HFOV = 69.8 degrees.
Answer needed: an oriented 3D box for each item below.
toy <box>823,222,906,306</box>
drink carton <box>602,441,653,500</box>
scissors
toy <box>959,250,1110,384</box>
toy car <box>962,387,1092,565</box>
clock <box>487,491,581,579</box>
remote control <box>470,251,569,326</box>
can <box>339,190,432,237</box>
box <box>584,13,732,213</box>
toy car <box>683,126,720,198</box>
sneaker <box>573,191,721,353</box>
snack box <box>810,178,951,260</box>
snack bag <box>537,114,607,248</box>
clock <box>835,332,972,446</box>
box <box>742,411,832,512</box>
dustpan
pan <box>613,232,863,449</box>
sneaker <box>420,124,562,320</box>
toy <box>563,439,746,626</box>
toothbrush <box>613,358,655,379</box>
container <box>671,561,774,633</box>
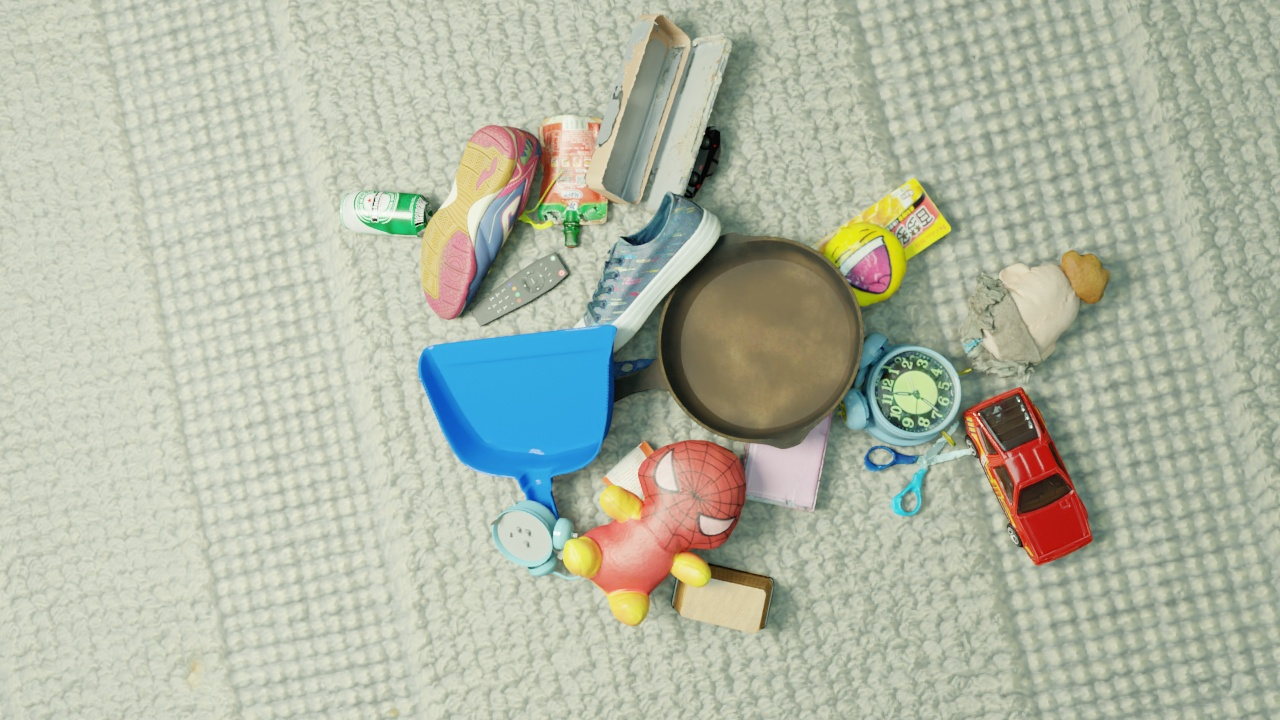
[{"bbox_3d":[0.249,-0.107,1.026,0.095,0.041,0.094,-38,90,2],"label":"toy"},{"bbox_3d":[0.021,0.161,1.069,0.069,0.039,0.122,-42,90,3],"label":"drink carton"},{"bbox_3d":[0.317,0.108,1.049,0.103,0.015,0.133,42,90,7],"label":"scissors"},{"bbox_3d":[0.432,-0.060,1.015,0.176,0.076,0.133,-30,113,4],"label":"toy"},{"bbox_3d":[0.429,0.128,1.016,0.081,0.056,0.189,-24,88,1],"label":"toy car"},{"bbox_3d":[-0.114,0.207,1.043,0.123,0.041,0.088,35,119,2],"label":"clock"},{"bbox_3d":[-0.146,-0.084,1.105,0.125,0.010,0.039,-32,85,3],"label":"remote control"},{"bbox_3d":[-0.304,-0.176,1.104,0.101,0.053,0.053,5,87,5],"label":"can"},{"bbox_3d":[0.013,-0.286,1.059,0.107,0.095,0.216,18,89,-24],"label":"box"},{"bbox_3d":[0.070,-0.229,1.077,0.036,0.042,0.091,18,91,-20],"label":"toy car"},{"bbox_3d":[-0.015,-0.094,1.038,0.079,0.087,0.236,39,99,-28],"label":"sneaker"},{"bbox_3d":[0.272,-0.137,1.059,0.152,0.025,0.075,-34,85,3],"label":"snack box"},{"bbox_3d":[-0.082,-0.212,1.094,0.087,0.044,0.155,0,92,11],"label":"snack bag"},{"bbox_3d":[0.282,0.033,1.028,0.162,0.060,0.118,12,83,1],"label":"clock"},{"bbox_3d":[0.176,0.052,1.050,0.098,0.046,0.232,12,88,7],"label":"box"},{"bbox_3d":[-0.119,0.100,1.055,0.246,0.059,0.258,-6,112,20],"label":"dustpan"},{"bbox_3d":[0.075,0.000,1.037,0.357,0.043,0.248,-20,76,17],"label":"pan"},{"bbox_3d":[-0.178,-0.156,1.082,0.116,0.090,0.242,35,112,21],"label":"sneaker"},{"bbox_3d":[0.025,0.176,1.003,0.216,0.099,0.147,-43,101,-5],"label":"toy"},{"bbox_3d":[-0.006,0.006,1.084,0.132,0.016,0.021,-13,83,4],"label":"toothbrush"},{"bbox_3d":[0.093,0.269,1.039,0.114,0.061,0.063,11,88,6],"label":"container"}]
